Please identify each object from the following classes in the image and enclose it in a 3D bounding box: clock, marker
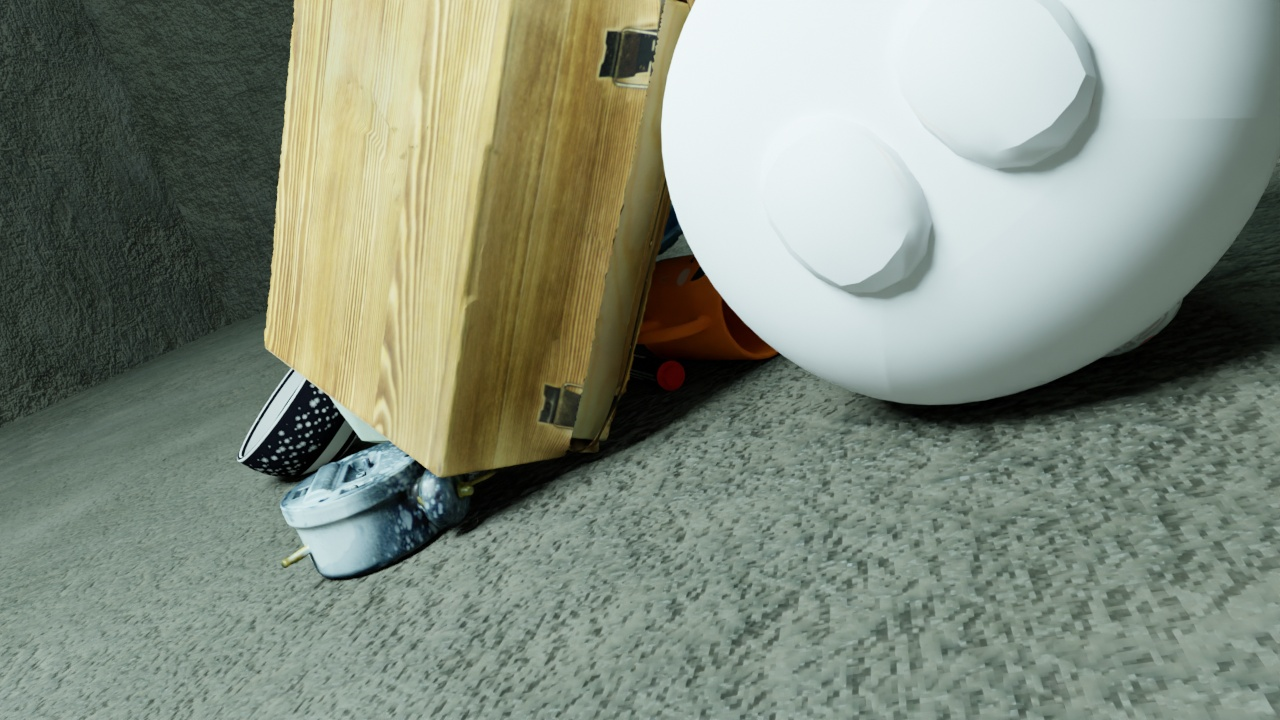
[{"bbox_3d":[-0.144,0.078,0.534,0.129,0.052,0.090,-22,14,-6],"label":"clock"},{"bbox_3d":[-0.004,0.004,0.693,0.023,0.021,0.145,-1,6,-23],"label":"marker"}]

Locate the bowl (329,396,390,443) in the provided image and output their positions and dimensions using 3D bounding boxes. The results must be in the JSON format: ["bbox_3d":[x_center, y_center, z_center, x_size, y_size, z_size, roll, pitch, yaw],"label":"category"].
[{"bbox_3d":[-0.178,0.033,0.723,0.117,0.061,0.117,-12,18,4],"label":"bowl"}]

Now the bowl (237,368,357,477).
[{"bbox_3d":[-0.273,0.049,0.770,0.120,0.066,0.120,-42,26,26],"label":"bowl"}]

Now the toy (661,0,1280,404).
[{"bbox_3d":[0.155,-0.112,0.447,0.264,0.265,0.280,-44,-9,30],"label":"toy"}]

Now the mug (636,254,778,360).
[{"bbox_3d":[0.040,-0.033,0.647,0.112,0.077,0.096,-26,15,-34],"label":"mug"}]

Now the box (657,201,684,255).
[{"bbox_3d":[-0.001,-0.085,0.729,0.174,0.033,0.232,-47,7,-36],"label":"box"}]

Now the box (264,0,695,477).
[{"bbox_3d":[-0.074,-0.103,0.581,0.220,0.279,0.259,-2,21,-44],"label":"box"}]
